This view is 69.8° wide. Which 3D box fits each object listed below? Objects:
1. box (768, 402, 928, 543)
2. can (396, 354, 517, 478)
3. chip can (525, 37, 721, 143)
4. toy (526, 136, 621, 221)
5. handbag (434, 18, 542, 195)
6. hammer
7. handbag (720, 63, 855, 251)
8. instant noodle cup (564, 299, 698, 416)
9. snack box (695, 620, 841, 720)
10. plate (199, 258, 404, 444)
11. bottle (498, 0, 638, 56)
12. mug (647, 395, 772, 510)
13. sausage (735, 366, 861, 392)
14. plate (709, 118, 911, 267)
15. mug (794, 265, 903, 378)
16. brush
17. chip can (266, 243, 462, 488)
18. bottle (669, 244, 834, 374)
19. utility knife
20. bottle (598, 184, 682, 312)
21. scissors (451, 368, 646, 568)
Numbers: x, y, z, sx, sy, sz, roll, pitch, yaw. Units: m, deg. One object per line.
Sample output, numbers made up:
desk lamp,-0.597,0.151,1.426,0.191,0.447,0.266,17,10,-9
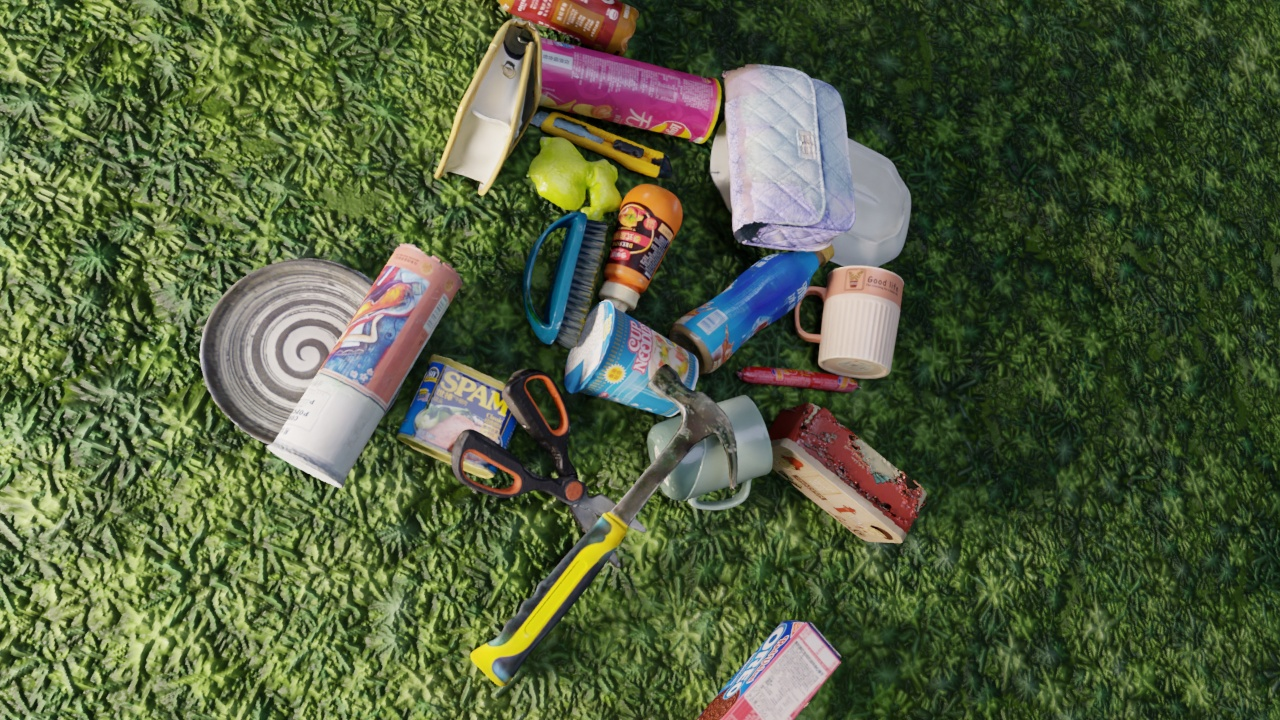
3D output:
box,0.215,0.113,0.965,0.168,0.091,0.076,38,72,-8
can,-0.167,0.054,0.860,0.102,0.057,0.083,25,72,-13
chip can,-0.024,-0.290,0.983,0.210,0.072,0.071,8,75,-17
toy,-0.069,-0.189,0.965,0.100,0.031,0.096,-6,82,-21
handbag,-0.131,-0.261,0.888,0.063,0.164,0.178,24,70,-15
hammer,-0.032,0.164,0.845,0.126,0.032,0.323,39,85,6
handbag,0.157,-0.218,0.984,0.134,0.076,0.193,2,71,-18
instant noodle cup,-0.005,0.005,0.914,0.110,0.099,0.099,23,71,-23
snack box,0.106,0.345,0.892,0.207,0.057,0.058,-41,91,-23
plate,-0.304,-0.006,0.843,0.179,0.024,0.179,4,78,-18
bottle,-0.091,-0.384,0.987,0.175,0.058,0.057,19,72,-15
mug,0.070,0.102,0.921,0.106,0.082,0.112,-17,112,-13
sausage,0.175,0.021,1.012,0.155,0.020,0.020,6,76,-19
plate,0.209,-0.207,1.067,0.265,0.034,0.161,22,71,-14
mug,0.228,-0.043,1.018,0.114,0.082,0.105,8,75,10
brush,-0.081,-0.085,0.923,0.073,0.055,0.143,17,73,-16
chip can,-0.238,0.002,0.812,0.071,0.071,0.214,31,70,-11
bottle,0.127,-0.068,0.990,0.218,0.065,0.065,-37,92,-24
utility knife,-0.040,-0.235,0.994,0.167,0.015,0.033,18,70,-15
bottle,-0.007,-0.107,0.956,0.066,0.067,0.149,24,78,-13
scissors,-0.086,0.117,0.861,0.197,0.022,0.227,-19,104,-31
